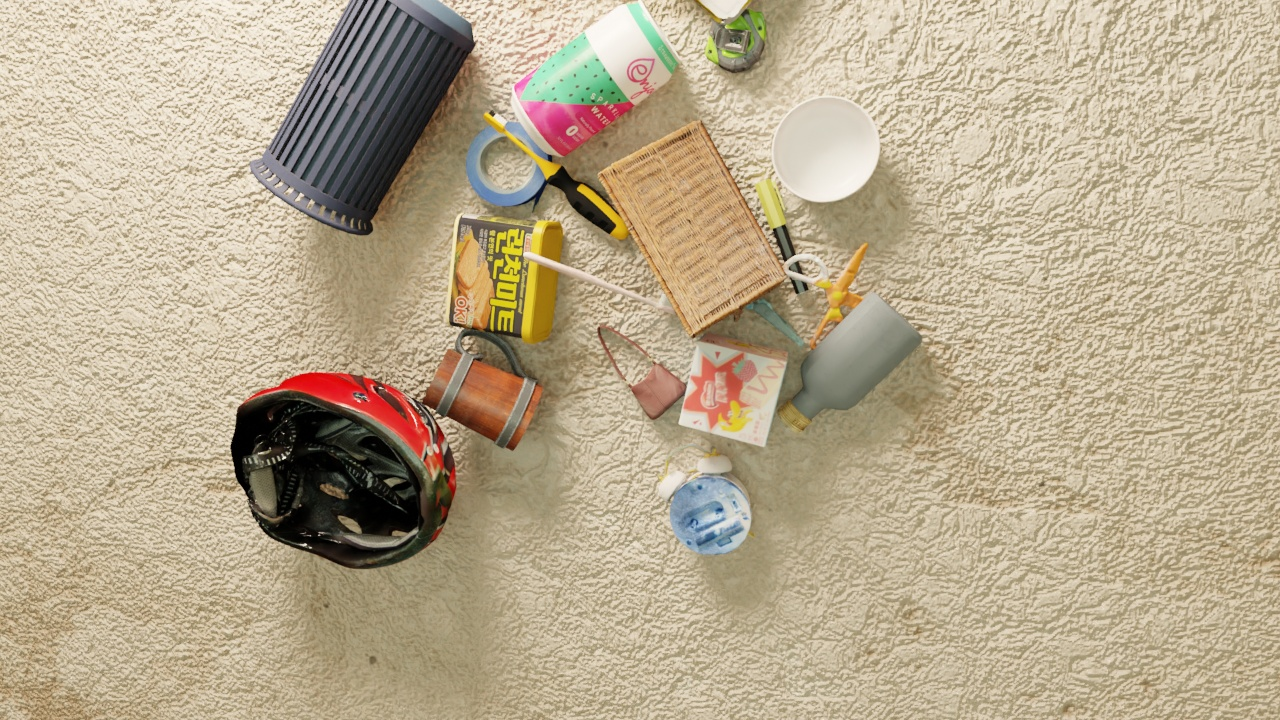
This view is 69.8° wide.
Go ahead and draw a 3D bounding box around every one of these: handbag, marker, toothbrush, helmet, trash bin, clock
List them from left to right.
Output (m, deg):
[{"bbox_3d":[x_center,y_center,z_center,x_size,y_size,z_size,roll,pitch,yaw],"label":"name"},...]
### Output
[{"bbox_3d":[-0.318,0.115,1.013,0.272,0.166,0.218,12,116,19],"label":"helmet"},{"bbox_3d":[-0.285,-0.274,0.964,0.139,0.139,0.250,36,102,4],"label":"trash bin"},{"bbox_3d":[-0.089,-0.196,0.978,0.196,0.031,0.030,39,63,-9],"label":"toothbrush"},{"bbox_3d":[-0.039,-0.084,0.967,0.181,0.016,0.018,18,97,-21],"label":"toothbrush"},{"bbox_3d":[-0.006,0.006,1.013,0.055,0.029,0.119,-44,84,16],"label":"handbag"},{"bbox_3d":[0.072,0.151,1.005,0.089,0.052,0.125,-27,93,14],"label":"clock"},{"bbox_3d":[0.151,-0.130,0.962,0.021,0.017,0.124,-20,96,14],"label":"marker"}]

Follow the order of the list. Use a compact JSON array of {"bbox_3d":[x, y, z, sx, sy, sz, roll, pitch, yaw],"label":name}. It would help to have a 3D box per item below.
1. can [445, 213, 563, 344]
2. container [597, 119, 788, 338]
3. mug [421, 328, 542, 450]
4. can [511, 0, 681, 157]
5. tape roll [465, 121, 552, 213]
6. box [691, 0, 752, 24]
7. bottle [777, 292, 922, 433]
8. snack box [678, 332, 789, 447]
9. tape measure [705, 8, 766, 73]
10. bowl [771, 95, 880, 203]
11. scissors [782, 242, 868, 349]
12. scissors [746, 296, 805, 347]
[{"bbox_3d":[-0.149,-0.092,1.000,0.101,0.072,0.131,10,101,12],"label":"can"},{"bbox_3d":[0.053,-0.129,0.924,0.113,0.113,0.198,-29,91,5],"label":"container"},{"bbox_3d":[-0.169,0.026,1.016,0.111,0.082,0.117,26,59,-10],"label":"mug"},{"bbox_3d":[-0.047,-0.287,0.938,0.166,0.088,0.088,-33,92,14],"label":"can"},{"bbox_3d":[-0.144,-0.215,1.006,0.093,0.016,0.091,19,102,8],"label":"tape roll"},{"bbox_3d":[0.107,-0.445,0.902,0.127,0.023,0.209,42,96,9],"label":"box"},{"bbox_3d":[0.209,0.010,0.953,0.072,0.046,0.161,38,107,-16],"label":"bottle"},{"bbox_3d":[0.099,0.029,0.965,0.095,0.079,0.093,15,101,9],"label":"snack box"},{"bbox_3d":[0.097,-0.327,0.931,0.059,0.035,0.066,11,100,8],"label":"tape measure"},{"bbox_3d":[0.186,-0.210,0.923,0.105,0.054,0.105,2,98,13],"label":"bowl"},{"bbox_3d":[0.201,-0.068,0.954,0.128,0.011,0.125,24,110,-8],"label":"scissors"},{"bbox_3d":[0.124,-0.061,0.980,0.137,0.015,0.057,44,102,7],"label":"scissors"}]
